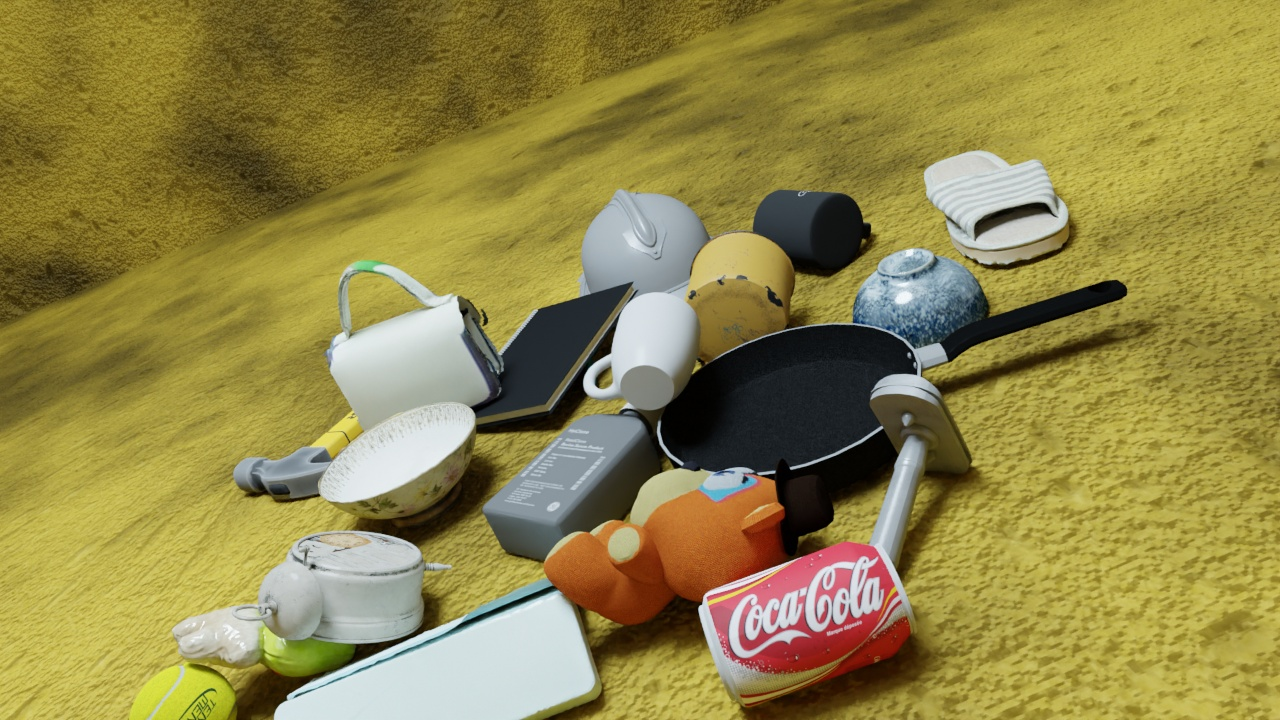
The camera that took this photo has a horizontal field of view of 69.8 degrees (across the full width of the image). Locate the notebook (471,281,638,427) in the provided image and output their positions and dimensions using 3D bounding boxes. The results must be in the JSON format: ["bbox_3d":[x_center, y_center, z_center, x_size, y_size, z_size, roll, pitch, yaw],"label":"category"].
[{"bbox_3d":[-0.103,-0.005,0.958,0.149,0.016,0.206,-13,31,37],"label":"notebook"}]

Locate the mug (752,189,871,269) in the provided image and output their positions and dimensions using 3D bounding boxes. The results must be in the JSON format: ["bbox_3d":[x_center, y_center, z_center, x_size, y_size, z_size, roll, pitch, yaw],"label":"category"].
[{"bbox_3d":[0.191,-0.140,0.975,0.113,0.078,0.088,-6,14,-33],"label":"mug"}]

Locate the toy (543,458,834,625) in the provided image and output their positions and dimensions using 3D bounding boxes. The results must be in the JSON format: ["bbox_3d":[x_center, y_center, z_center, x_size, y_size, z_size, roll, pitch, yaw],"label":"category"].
[{"bbox_3d":[0.033,0.112,0.571,0.176,0.096,0.112,-9,-6,17],"label":"toy"}]

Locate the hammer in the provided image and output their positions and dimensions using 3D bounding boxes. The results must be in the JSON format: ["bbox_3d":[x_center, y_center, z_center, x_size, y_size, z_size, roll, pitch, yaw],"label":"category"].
[{"bbox_3d":[-0.291,0.047,1.037,0.170,0.034,0.323,-4,29,32],"label":"hammer"}]

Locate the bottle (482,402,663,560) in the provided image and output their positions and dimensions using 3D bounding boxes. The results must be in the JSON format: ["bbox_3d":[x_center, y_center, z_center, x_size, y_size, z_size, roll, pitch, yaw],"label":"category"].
[{"bbox_3d":[-0.035,0.085,0.732,0.084,0.046,0.173,2,34,41],"label":"bottle"}]

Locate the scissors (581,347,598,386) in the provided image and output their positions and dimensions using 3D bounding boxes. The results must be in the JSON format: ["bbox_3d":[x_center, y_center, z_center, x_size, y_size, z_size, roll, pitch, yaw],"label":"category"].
[{"bbox_3d":[-0.069,0.007,0.946,0.125,0.019,0.155,9,40,47],"label":"scissors"}]

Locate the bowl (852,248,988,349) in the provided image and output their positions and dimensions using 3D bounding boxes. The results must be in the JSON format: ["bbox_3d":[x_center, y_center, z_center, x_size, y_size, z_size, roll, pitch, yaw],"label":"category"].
[{"bbox_3d":[0.233,-0.060,0.787,0.114,0.061,0.114,-18,24,8],"label":"bowl"}]

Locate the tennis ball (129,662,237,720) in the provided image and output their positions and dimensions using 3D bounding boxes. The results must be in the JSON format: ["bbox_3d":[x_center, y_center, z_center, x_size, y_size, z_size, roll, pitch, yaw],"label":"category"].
[{"bbox_3d":[-0.310,0.240,0.622,0.065,0.065,0.065,-18,25,9],"label":"tennis ball"}]

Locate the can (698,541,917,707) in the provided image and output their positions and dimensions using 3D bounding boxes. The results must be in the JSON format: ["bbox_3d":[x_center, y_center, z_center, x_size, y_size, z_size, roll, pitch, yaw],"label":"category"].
[{"bbox_3d":[0.090,0.141,0.498,0.105,0.064,0.064,-21,25,3],"label":"can"}]

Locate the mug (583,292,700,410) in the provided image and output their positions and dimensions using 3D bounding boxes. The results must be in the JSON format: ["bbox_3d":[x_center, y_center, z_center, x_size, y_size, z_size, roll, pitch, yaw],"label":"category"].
[{"bbox_3d":[-0.004,0.004,0.754,0.107,0.071,0.089,-26,26,23],"label":"mug"}]

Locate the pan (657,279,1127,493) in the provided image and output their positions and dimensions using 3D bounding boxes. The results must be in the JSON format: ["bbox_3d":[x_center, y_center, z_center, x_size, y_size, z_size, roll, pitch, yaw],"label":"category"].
[{"bbox_3d":[0.186,0.015,0.695,0.356,0.044,0.203,-18,25,9],"label":"pan"}]

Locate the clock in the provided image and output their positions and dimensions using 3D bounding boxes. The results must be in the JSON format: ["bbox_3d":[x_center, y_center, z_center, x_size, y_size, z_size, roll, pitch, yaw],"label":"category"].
[{"bbox_3d":[-0.214,0.155,0.640,0.103,0.061,0.156,11,5,27],"label":"clock"}]

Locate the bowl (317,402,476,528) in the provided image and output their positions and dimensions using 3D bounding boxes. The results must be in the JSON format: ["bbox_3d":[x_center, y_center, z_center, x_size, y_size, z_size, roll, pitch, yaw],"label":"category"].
[{"bbox_3d":[-0.202,0.102,0.812,0.145,0.063,0.145,-19,25,9],"label":"bowl"}]

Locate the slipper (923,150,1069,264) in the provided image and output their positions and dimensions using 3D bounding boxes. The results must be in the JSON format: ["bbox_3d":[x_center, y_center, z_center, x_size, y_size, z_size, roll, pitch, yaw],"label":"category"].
[{"bbox_3d":[0.348,-0.168,0.924,0.114,0.054,0.272,-11,26,11],"label":"slipper"}]

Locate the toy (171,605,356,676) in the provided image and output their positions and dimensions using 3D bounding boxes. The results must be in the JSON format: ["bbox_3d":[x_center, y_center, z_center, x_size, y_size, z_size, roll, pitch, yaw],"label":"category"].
[{"bbox_3d":[-0.269,0.198,0.657,0.117,0.043,0.092,6,9,-33],"label":"toy"}]

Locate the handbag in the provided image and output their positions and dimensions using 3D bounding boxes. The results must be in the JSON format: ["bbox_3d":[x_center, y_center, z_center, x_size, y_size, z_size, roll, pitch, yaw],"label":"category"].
[{"bbox_3d":[-0.231,-0.025,0.899,0.151,0.176,0.074,-20,29,9],"label":"handbag"}]

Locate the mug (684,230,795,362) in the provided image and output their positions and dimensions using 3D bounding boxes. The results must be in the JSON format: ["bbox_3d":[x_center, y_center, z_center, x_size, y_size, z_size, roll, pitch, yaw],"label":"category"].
[{"bbox_3d":[0.084,-0.046,0.851,0.124,0.100,0.093,-56,9,33],"label":"mug"}]

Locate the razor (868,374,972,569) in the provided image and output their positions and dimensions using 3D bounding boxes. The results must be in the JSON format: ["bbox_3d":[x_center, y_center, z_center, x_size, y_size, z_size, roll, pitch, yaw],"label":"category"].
[{"bbox_3d":[0.163,0.081,0.569,0.047,0.088,0.116,1,53,39],"label":"razor"}]

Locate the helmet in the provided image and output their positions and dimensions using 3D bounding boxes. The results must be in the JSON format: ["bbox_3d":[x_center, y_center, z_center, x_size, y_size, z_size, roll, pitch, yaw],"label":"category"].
[{"bbox_3d":[-0.002,-0.145,1.074,0.183,0.118,0.271,-24,29,-4],"label":"helmet"}]

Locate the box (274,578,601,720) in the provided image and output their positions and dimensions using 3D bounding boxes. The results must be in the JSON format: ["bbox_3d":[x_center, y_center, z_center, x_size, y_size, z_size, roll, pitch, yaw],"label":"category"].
[{"bbox_3d":[-0.126,0.202,0.586,0.197,0.074,0.126,-21,7,-1],"label":"box"}]
